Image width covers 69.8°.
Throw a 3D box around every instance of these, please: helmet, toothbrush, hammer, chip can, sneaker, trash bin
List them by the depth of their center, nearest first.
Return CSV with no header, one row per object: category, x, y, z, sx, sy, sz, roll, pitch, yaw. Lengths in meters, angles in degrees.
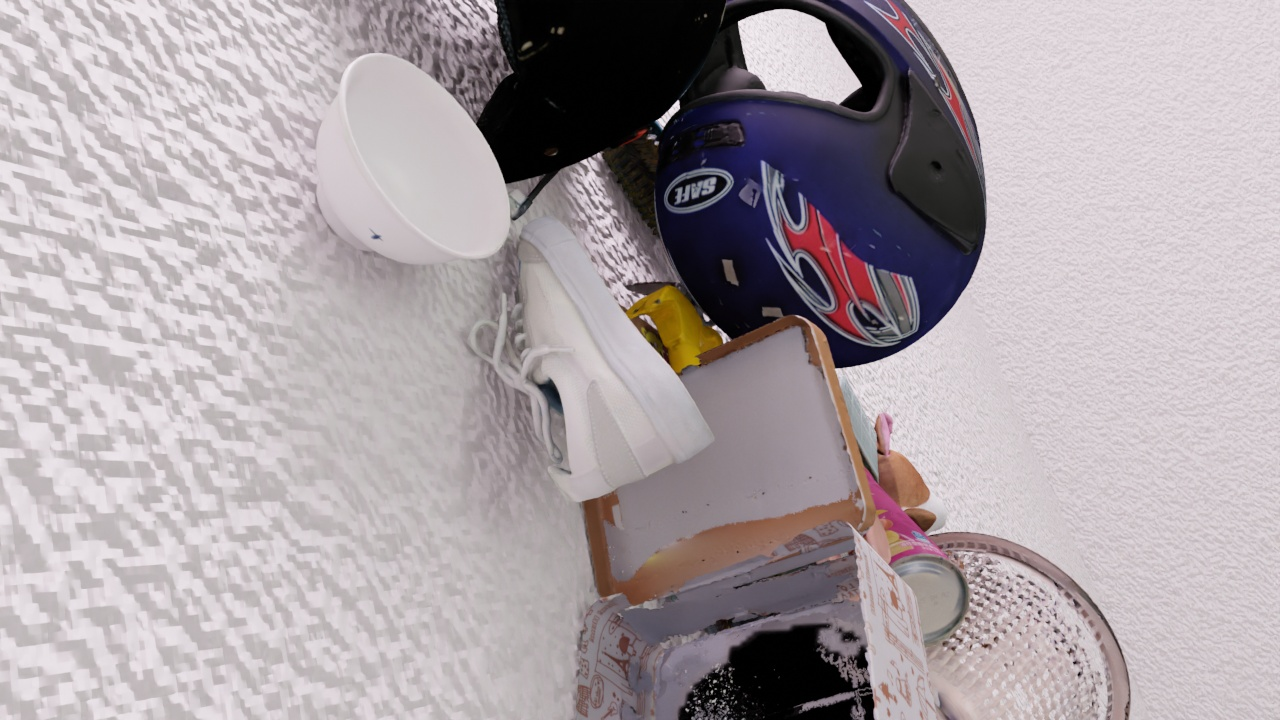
sneaker,-0.045,-0.004,0.552,0.089,0.091,0.242,59,-2,-38
hammer,0.049,0.072,0.631,0.128,0.033,0.300,38,32,-50
helmet,-0.050,-0.264,0.632,0.274,0.230,0.233,-14,81,-83
trash bin,0.229,0.264,0.703,0.191,0.228,0.227,-10,76,-50
toothbrush,-0.070,-0.150,0.711,0.018,0.016,0.180,47,31,-14
chip can,0.180,0.140,0.712,0.071,0.071,0.210,58,3,-12
helmet,0.125,-0.137,0.722,0.315,0.248,0.239,52,56,-21

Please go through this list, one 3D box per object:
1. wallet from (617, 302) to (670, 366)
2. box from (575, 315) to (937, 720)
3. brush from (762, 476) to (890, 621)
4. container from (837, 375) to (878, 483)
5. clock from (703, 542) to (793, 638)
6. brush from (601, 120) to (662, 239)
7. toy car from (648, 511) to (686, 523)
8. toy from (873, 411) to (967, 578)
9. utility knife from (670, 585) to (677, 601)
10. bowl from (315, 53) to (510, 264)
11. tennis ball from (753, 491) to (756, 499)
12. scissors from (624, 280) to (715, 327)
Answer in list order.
wallet,-0.004,0.004,0.680,0.115,0.033,0.090,32,39,-52
box,0.049,0.118,0.509,0.105,0.179,0.259,43,33,-36
brush,0.129,0.115,0.650,0.063,0.073,0.145,51,14,-17
container,0.173,0.077,0.874,0.090,0.090,0.111,60,24,-10
clock,0.079,0.172,0.652,0.082,0.055,0.121,50,27,-27
brush,0.016,-0.172,0.840,0.144,0.055,0.073,54,30,-18
toy car,0.022,0.092,0.644,0.056,0.037,0.122,60,21,-16
toy,0.253,0.163,0.912,0.130,0.140,0.199,4,45,-16
utility knife,0.040,0.123,0.665,0.150,0.013,0.029,-64,163,-58
bowl,-0.133,-0.094,0.491,0.118,0.065,0.118,43,33,-37
tennis ball,0.110,0.113,0.750,0.065,0.066,0.065,42,34,-38
scissors,0.035,-0.055,0.802,0.168,0.014,0.156,-63,144,-32
